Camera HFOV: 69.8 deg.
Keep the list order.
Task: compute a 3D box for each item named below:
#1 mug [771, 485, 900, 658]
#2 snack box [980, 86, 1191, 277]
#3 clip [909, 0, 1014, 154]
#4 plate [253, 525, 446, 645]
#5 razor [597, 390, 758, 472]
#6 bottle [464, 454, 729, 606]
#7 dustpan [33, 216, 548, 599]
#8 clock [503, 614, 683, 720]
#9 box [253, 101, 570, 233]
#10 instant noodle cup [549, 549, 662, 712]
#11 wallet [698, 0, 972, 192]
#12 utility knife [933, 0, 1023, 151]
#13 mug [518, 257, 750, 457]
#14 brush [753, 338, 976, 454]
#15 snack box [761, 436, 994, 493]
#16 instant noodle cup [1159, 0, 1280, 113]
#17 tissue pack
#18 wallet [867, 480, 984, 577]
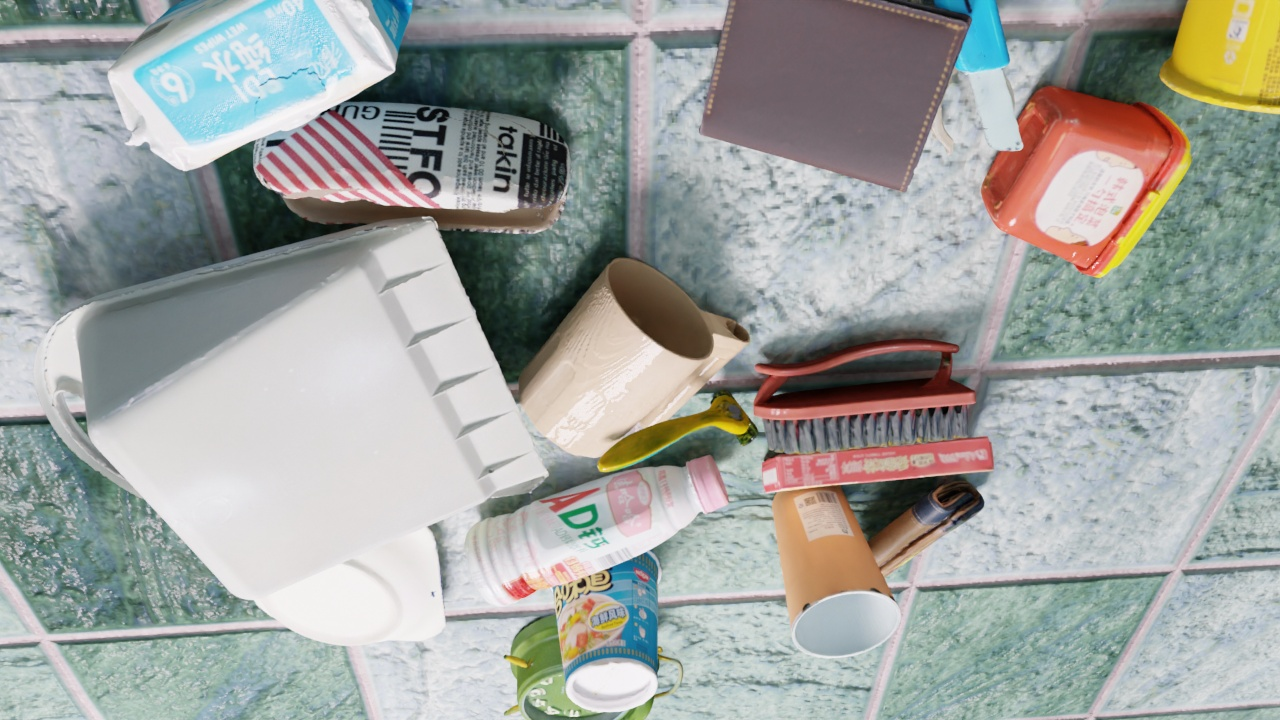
[{"bbox_3d":[0.139,0.149,0.692,0.078,0.122,0.078,-3,129,-4],"label":"mug"},{"bbox_3d":[0.252,-0.106,0.529,0.080,0.081,0.091,17,125,-6],"label":"snack box"},{"bbox_3d":[0.185,-0.169,0.501,0.083,0.034,0.105,-5,121,3],"label":"clip"},{"bbox_3d":[-0.239,0.176,0.717,0.164,0.034,0.164,6,129,2],"label":"plate"},{"bbox_3d":[0.024,0.049,0.608,0.132,0.043,0.028,-15,153,-41],"label":"razor"},{"bbox_3d":[-0.032,0.123,0.692,0.197,0.068,0.068,-22,128,7],"label":"bottle"},{"bbox_3d":[-0.228,0.027,0.572,0.257,0.142,0.223,-29,132,-13],"label":"dustpan"},{"bbox_3d":[-0.042,0.283,0.823,0.161,0.056,0.116,1,129,-7],"label":"clock"},{"bbox_3d":[-0.121,-0.100,0.509,0.163,0.076,0.088,0,155,-6],"label":"box"},{"bbox_3d":[-0.027,0.215,0.736,0.099,0.109,0.099,-3,129,-3],"label":"instant noodle cup"},{"bbox_3d":[0.099,-0.150,0.490,0.122,0.020,0.096,18,124,8],"label":"wallet"},{"bbox_3d":[0.162,-0.191,0.463,0.034,0.018,0.191,-23,114,10],"label":"utility knife"},{"bbox_3d":[-0.004,0.003,0.596,0.124,0.084,0.104,13,131,-43],"label":"mug"},{"bbox_3d":[0.150,0.023,0.638,0.146,0.063,0.069,-6,98,1],"label":"brush"},{"bbox_3d":[0.170,0.077,0.672,0.153,0.025,0.075,-5,170,-2],"label":"snack box"},{"bbox_3d":[0.335,-0.191,0.441,0.138,0.137,0.110,-7,120,0],"label":"instant noodle cup"},{"bbox_3d":[-0.177,-0.150,0.441,0.140,0.089,0.063,-21,127,10],"label":"tissue pack"},{"bbox_3d":[0.214,0.142,0.733,0.115,0.033,0.090,-46,154,28],"label":"wallet"}]
